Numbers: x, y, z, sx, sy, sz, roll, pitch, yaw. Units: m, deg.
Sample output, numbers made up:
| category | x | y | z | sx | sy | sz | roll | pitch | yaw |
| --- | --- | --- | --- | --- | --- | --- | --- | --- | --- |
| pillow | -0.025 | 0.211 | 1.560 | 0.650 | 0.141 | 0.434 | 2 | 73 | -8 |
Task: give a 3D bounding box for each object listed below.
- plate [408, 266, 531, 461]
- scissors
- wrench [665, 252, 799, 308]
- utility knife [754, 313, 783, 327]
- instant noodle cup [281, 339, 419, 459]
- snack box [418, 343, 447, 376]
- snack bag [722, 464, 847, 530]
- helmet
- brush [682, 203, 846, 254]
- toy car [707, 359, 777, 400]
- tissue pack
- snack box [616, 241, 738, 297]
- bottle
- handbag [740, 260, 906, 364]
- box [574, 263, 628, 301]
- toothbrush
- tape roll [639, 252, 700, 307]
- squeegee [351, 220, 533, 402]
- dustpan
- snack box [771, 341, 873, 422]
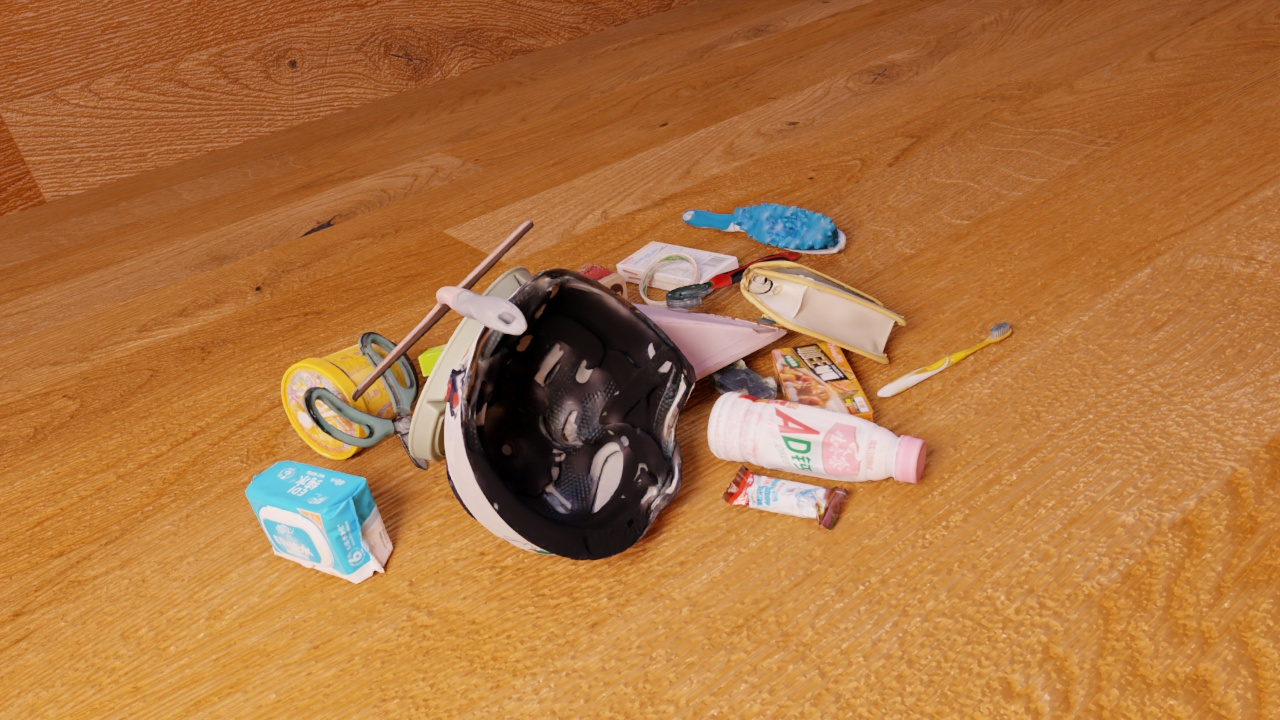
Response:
| category | x | y | z | sx | sy | sz | roll | pitch | yaw |
| --- | --- | --- | --- | --- | --- | --- | --- | --- | --- |
| plate | -0.167 | 0.008 | 0.961 | 0.027 | 0.231 | 0.229 | 29 | 39 | 6 |
| scissors | -0.283 | 0.035 | 0.993 | 0.019 | 0.170 | 0.181 | -36 | 46 | 31 |
| wrench | 0.123 | -0.109 | 1.200 | 0.056 | 0.016 | 0.272 | 12 | 25 | 39 |
| utility knife | 0.156 | -0.048 | 1.045 | 0.033 | 0.015 | 0.208 | 17 | 11 | 17 |
| instant noodle cup | -0.327 | 0.036 | 1.054 | 0.119 | 0.118 | 0.114 | 7 | 27 | 29 |
| snack box | -0.221 | -0.009 | 1.122 | 0.085 | 0.026 | 0.156 | -14 | 6 | -7 |
| snack bag | 0.130 | 0.123 | 0.828 | 0.104 | 0.026 | 0.048 | 9 | 47 | 32 |
| helmet | -0.084 | 0.060 | 0.846 | 0.157 | 0.230 | 0.273 | -30 | 37 | 49 |
| brush | 0.159 | -0.198 | 1.338 | 0.315 | 0.060 | 0.109 | 18 | 4 | 36 |
| toy car | 0.110 | 0.029 | 0.990 | 0.042 | 0.034 | 0.090 | -23 | 30 | -25 |
| tissue pack | -0.302 | 0.151 | 0.863 | 0.140 | 0.090 | 0.063 | 8 | 35 | 31 |
| snack box | 0.051 | -0.130 | 1.295 | 0.157 | 0.027 | 0.084 | 16 | 39 | 39 |
| bottle | 0.163 | 0.077 | 0.858 | 0.197 | 0.068 | 0.068 | 10 | 35 | 28 |
| handbag | 0.191 | -0.070 | 1.030 | 0.163 | 0.063 | 0.179 | 19 | 13 | -28 |
| box | -0.101 | -0.055 | 1.150 | 0.168 | 0.091 | 0.076 | -30 | 39 | -30 |
| toothbrush | 0.328 | -0.002 | 0.983 | 0.191 | 0.018 | 0.016 | -23 | 30 | -20 |
| tape roll | 0.039 | -0.107 | 1.233 | 0.086 | 0.014 | 0.085 | -16 | 52 | 22 |
| squeegee | -0.148 | -0.047 | 0.786 | 0.247 | 0.040 | 0.250 | -47 | 23 | -13 |
| dustpan | -0.006 | 0.006 | 1.064 | 0.273 | 0.139 | 0.223 | 5 | 7 | -32 |
| snack box | 0.189 | 0.030 | 0.968 | 0.075 | 0.026 | 0.153 | -10 | 29 | 2 |
